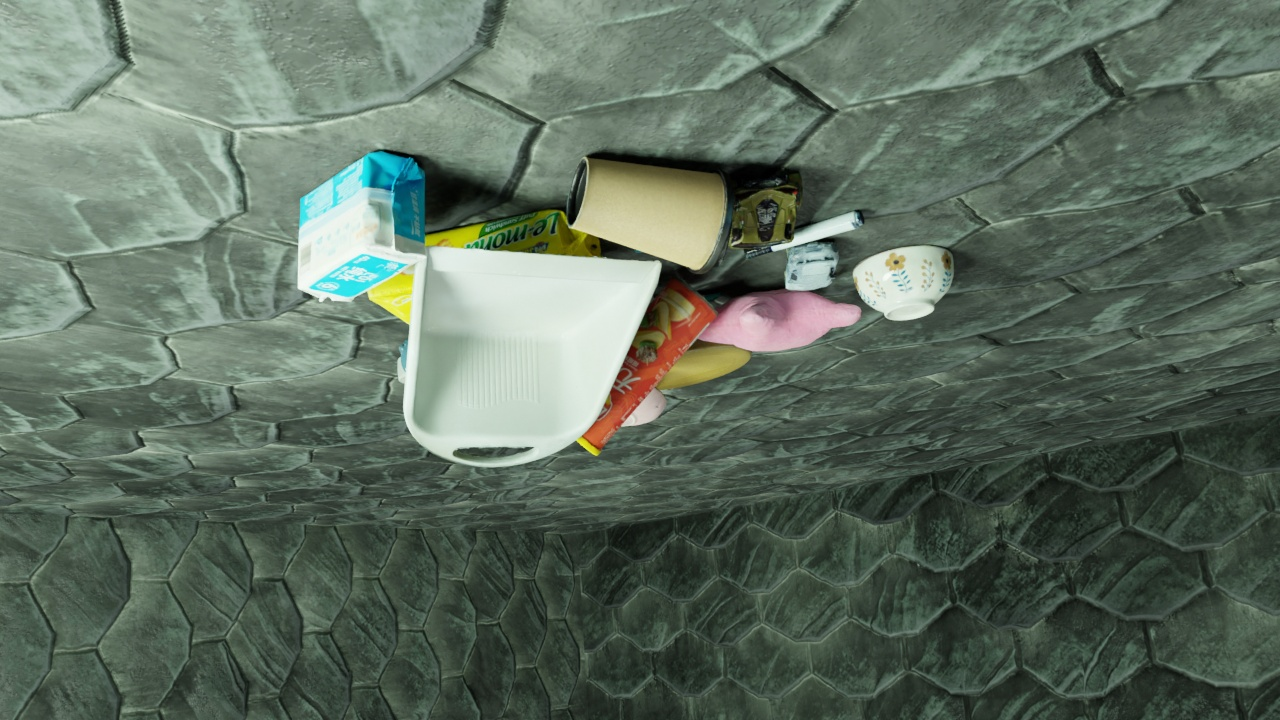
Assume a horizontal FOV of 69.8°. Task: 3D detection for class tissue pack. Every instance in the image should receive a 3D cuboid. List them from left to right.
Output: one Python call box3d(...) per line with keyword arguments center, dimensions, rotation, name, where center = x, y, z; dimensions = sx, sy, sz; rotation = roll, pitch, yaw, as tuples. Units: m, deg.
box3d(center=(-0.235, -0.110, 0.775), dimensions=(0.140, 0.090, 0.063), rotation=(-19, 158, 39), name="tissue pack")

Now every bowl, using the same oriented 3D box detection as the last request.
box3d(center=(0.307, -0.084, 1.063), dimensions=(0.113, 0.062, 0.113), rotation=(-4, 162, -1), name="bowl")

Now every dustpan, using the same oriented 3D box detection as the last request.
box3d(center=(-0.119, 0.011, 0.893), dimensions=(0.222, 0.142, 0.258), rotation=(1, 163, -22), name="dustpan")

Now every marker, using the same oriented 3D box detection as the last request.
box3d(center=(0.166, -0.129, 0.945), dimensions=(0.131, 0.018, 0.022), rotation=(-14, 180, 31), name="marker")

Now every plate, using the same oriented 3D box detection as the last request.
box3d(center=(-0.061, 0.053, 1.265), dimensions=(0.192, 0.039, 0.193), rotation=(13, 161, 4), name="plate")

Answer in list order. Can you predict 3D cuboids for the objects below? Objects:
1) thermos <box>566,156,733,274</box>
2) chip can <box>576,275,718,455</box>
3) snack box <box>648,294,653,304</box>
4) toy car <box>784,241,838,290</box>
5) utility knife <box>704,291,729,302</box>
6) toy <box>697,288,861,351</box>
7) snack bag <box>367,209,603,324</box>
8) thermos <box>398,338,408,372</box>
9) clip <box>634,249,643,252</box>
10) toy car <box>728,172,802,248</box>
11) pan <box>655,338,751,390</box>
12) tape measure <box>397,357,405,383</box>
box3d(center=(0.013, -0.129, 0.792), dimensions=(0.143, 0.093, 0.093), rotation=(9, 160, -18), name="thermos")
box3d(center=(-0.006, 0.006, 1.043), dimensions=(0.216, 0.073, 0.073), rotation=(-48, 159, -1), name="chip can")
box3d(center=(-0.067, -0.068, 1.075), dimensions=(0.156, 0.026, 0.085), rotation=(11, 158, -43), name="snack box")
box3d(center=(0.189, -0.100, 1.021), dimensions=(0.054, 0.036, 0.121), rotation=(-6, 167, 5), name="toy car")
box3d(center=(0.034, -0.055, 1.108), dimensions=(0.160, 0.013, 0.029), rotation=(-21, -179, -1), name="utility knife")
box3d(center=(0.150, -0.048, 1.116), dimensions=(0.194, 0.074, 0.179), rotation=(-4, 179, -17), name="toy")
box3d(center=(-0.142, -0.085, 0.925), dimensions=(0.247, 0.068, 0.158), rotation=(-8, 163, 13), name="snack bag")
box3d(center=(-0.219, -0.013, 1.115), dimensions=(0.070, 0.070, 0.221), rotation=(9, 167, -39), name="thermos")
box3d(center=(0.012, -0.123, 0.918), dimensions=(0.014, 0.046, 0.057), rotation=(5, 166, -37), name="clip")
box3d(center=(0.116, -0.136, 0.873), dimensions=(0.070, 0.042, 0.158), rotation=(-6, 166, 5), name="toy car")
box3d(center=(-0.021, 0.000, 1.287), dimensions=(0.358, 0.078, 0.197), rotation=(-15, 164, 14), name="pan")
box3d(center=(-0.303, 0.011, 1.273), dimensions=(0.066, 0.033, 0.066), rotation=(-20, 160, 37), name="tape measure")
